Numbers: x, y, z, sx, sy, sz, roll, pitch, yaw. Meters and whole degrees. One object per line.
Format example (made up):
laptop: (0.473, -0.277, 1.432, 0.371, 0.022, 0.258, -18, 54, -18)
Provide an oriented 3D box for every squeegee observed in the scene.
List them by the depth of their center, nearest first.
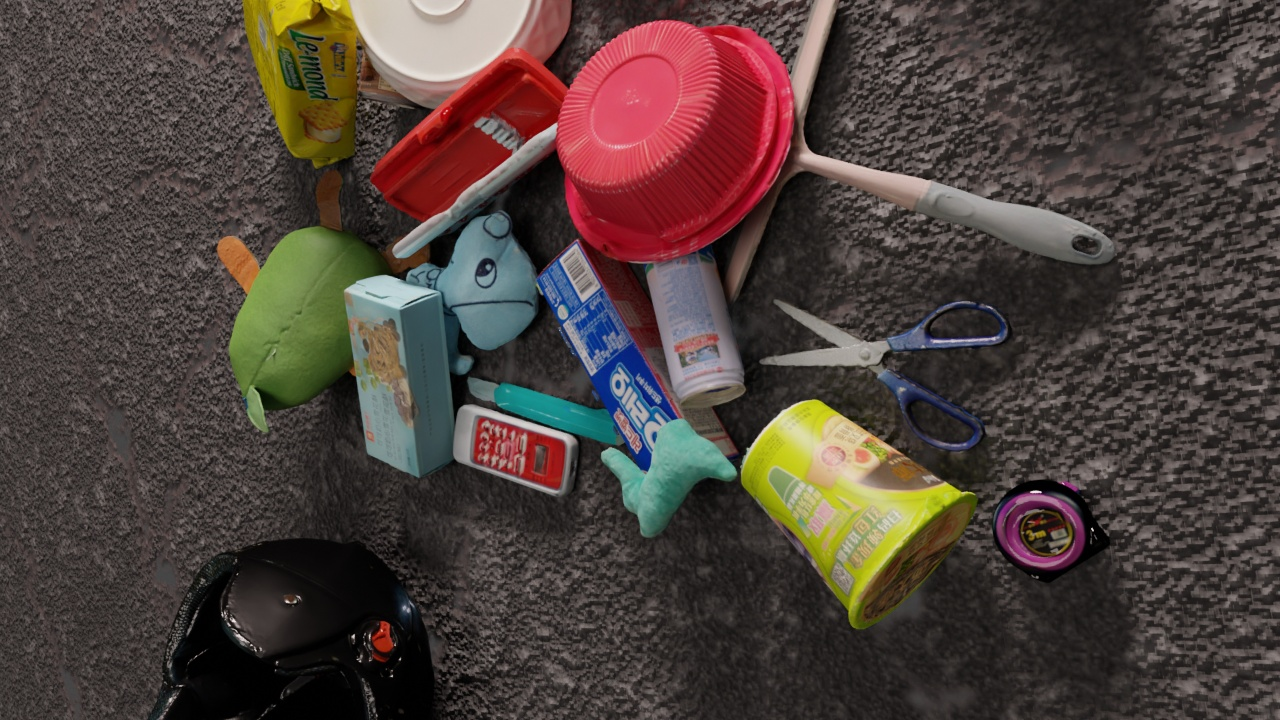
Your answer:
squeegee: (0.178, -0.109, 0.598, 0.250, 0.040, 0.248, 25, 106, 29)

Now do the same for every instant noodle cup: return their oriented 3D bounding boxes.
instant noodle cup: (0.133, 0.091, 0.602, 0.123, 0.111, 0.112, 43, 114, 32)
instant noodle cup: (0.010, -0.170, 0.657, 0.194, 0.066, 0.193, -14, 64, 29)

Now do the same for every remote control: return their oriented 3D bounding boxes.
remote control: (-0.113, 0.078, 0.813, 0.136, 0.020, 0.056, 14, 101, 32)

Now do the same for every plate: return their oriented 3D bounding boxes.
plate: (-0.160, -0.316, 0.771, 0.205, 0.045, 0.205, 2, 97, 14)

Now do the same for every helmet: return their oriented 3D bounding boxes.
helmet: (-0.298, 0.286, 0.823, 0.274, 0.229, 0.234, 45, 116, 16)

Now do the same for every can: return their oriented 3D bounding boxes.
can: (0.038, -0.035, 0.674, 0.053, 0.053, 0.134, -24, 70, 32)
can: (-0.223, -0.295, 0.844, 0.058, 0.058, 0.116, 18, 102, 32)

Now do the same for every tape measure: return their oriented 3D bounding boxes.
tape measure: (0.247, 0.102, 0.562, 0.057, 0.039, 0.058, -47, 73, 26)

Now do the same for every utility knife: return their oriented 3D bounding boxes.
utility knife: (-0.081, 0.040, 0.793, 0.187, 0.013, 0.029, 15, 99, 31)

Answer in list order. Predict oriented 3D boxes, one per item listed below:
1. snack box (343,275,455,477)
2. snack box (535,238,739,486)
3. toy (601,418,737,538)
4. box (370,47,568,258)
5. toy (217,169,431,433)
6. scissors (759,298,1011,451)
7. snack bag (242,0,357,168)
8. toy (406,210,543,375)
snack box: (-0.215, 0.015, 0.830, 0.074, 0.051, 0.175, 17, 120, 32)
snack box: (-0.004, 0.004, 0.713, 0.057, 0.058, 0.207, -40, 71, 29)
toy: (0.014, 0.081, 0.654, 0.096, 0.030, 0.092, 42, 113, 28)
box: (-0.142, -0.158, 0.772, 0.202, 0.095, 0.098, -28, 44, 32)
toy: (-0.312, -0.052, 0.886, 0.227, 0.090, 0.247, 38, 97, 4)
scissors: (0.168, -0.005, 0.619, 0.163, 0.012, 0.162, -42, 74, 25)
snack bag: (-0.313, -0.299, 0.837, 0.158, 0.068, 0.247, 66, 155, 13)
toy: (-0.146, -0.056, 0.809, 0.156, 0.049, 0.161, 13, 114, 25)
